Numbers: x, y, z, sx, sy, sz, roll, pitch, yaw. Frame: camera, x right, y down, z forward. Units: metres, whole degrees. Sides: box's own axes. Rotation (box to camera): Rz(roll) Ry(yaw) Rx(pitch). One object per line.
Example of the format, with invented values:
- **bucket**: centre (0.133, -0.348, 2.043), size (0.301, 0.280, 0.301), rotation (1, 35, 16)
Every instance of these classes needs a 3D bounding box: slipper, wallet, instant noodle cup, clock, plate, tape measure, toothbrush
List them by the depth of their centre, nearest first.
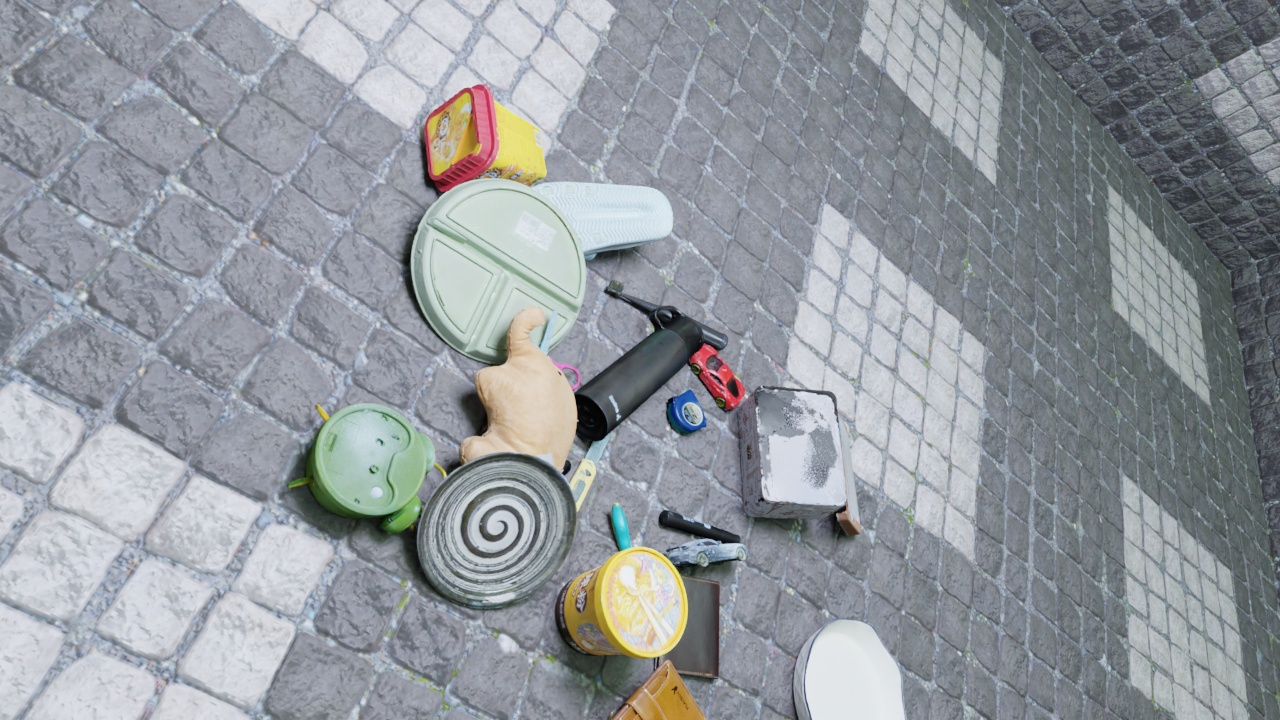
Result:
- **clock**: centre (-0.271, 0.113, 0.947), size (0.161, 0.056, 0.116), rotation (28, 55, -28)
- **plate**: centre (-0.154, 0.181, 0.987), size (0.179, 0.024, 0.179), rotation (-7, 105, -25)
- **instant noodle cup**: centre (-0.027, 0.279, 1.035), size (0.118, 0.115, 0.118), rotation (17, 60, -33)
- **wallet**: centre (0.013, 0.425, 1.060), size (0.130, 0.035, 0.119), rotation (-37, 102, -42)
- **plate**: centre (-0.164, -0.109, 1.113), size (0.229, 0.028, 0.230), rotation (1, 88, -32)
- **wallet**: centre (0.060, 0.332, 1.152), size (0.096, 0.020, 0.122), rotation (17, 61, -28)
- **instant noodle cup**: centre (-0.192, -0.267, 1.161), size (0.123, 0.116, 0.116), rotation (11, 63, -50)
- **slipper**: centre (-0.072, -0.185, 1.236), size (0.245, 0.074, 0.104), rotation (-10, 83, -25)
- **plate**: centre (0.285, 0.461, 1.264), size (0.204, 0.046, 0.204), rotation (17, 60, -33)
- **tape measure**: centre (0.062, 0.074, 1.269), size (0.054, 0.025, 0.058), rotation (-23, 82, -42)
- **toothbrush**: centre (0.039, -0.065, 1.313), size (0.212, 0.027, 0.026), rotation (25, 18, -30)

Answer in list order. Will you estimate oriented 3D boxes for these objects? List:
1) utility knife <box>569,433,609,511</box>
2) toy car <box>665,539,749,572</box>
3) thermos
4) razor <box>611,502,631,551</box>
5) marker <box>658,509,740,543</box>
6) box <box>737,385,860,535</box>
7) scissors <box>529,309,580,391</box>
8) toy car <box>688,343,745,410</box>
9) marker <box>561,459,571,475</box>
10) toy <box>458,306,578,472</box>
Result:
- **utility knife**: centre (-0.080, 0.158, 1.120), size (0.031, 0.021, 0.207), rotation (46, 43, -22)
- **toy car**: centre (0.088, 0.250, 1.188), size (0.120, 0.054, 0.036), rotation (6, 68, -39)
- **thermos**: centre (-0.007, 0.007, 1.212), size (0.241, 0.069, 0.090), rotation (-41, 106, -45)
- **razor**: centre (-0.014, 0.239, 1.125), size (0.043, 0.028, 0.132), rotation (-15, 82, -12)
- **marker**: centre (0.079, 0.225, 1.218), size (0.132, 0.020, 0.022), rotation (24, 85, -31)
- **box**: centre (0.256, 0.147, 1.340), size (0.271, 0.133, 0.179), rotation (20, 58, -38)
- **scissors**: centre (-0.124, 0.005, 1.117), size (0.131, 0.017, 0.133), rotation (-48, 128, -18)
- **toy car**: centre (0.111, 0.021, 1.332), size (0.106, 0.031, 0.049), rotation (52, 46, -6)
- **marker**: centre (-0.120, 0.155, 1.084), size (0.018, 0.015, 0.123), rotation (57, 44, -9)
- **toy**: centre (-0.131, 0.053, 1.064), size (0.143, 0.083, 0.225), rotation (31, 59, -42)
